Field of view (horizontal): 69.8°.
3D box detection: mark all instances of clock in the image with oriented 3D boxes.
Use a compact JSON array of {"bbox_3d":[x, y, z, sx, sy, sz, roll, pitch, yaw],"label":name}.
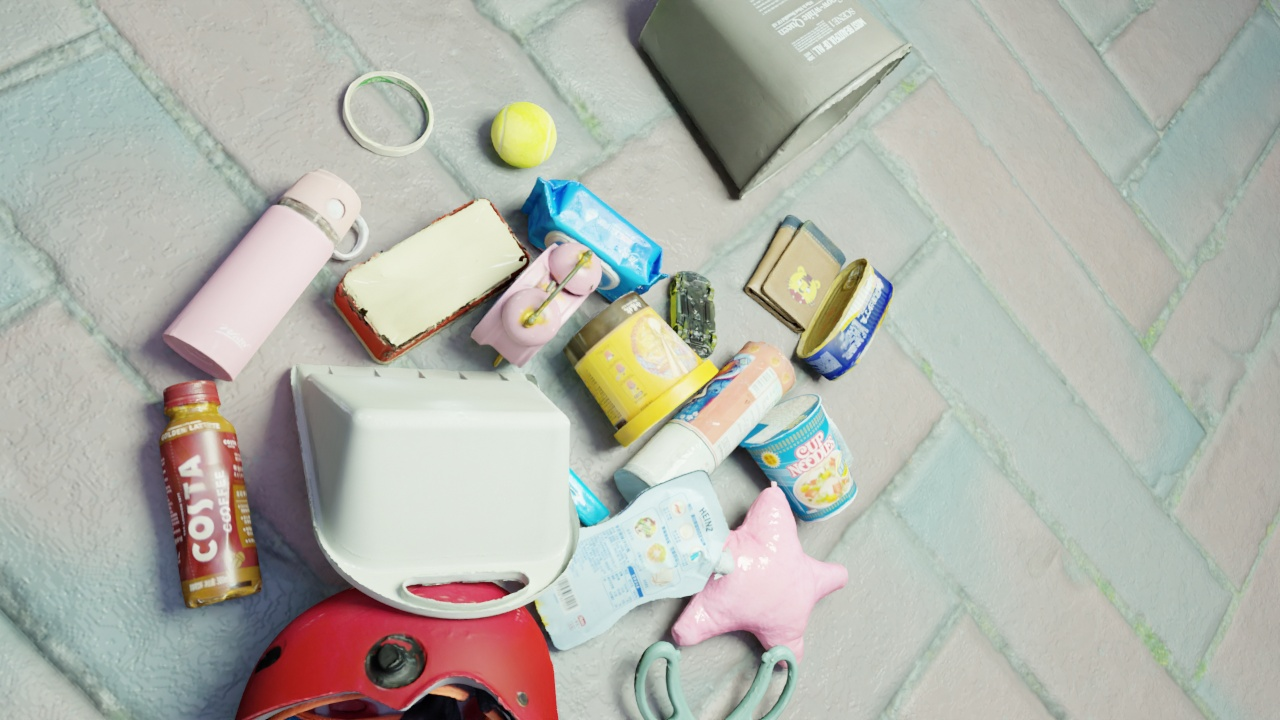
[{"bbox_3d":[-0.092,-0.053,0.837,0.060,0.159,0.117,43,64,-6],"label":"clock"}]

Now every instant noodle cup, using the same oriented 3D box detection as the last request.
[{"bbox_3d":[-0.005,0.005,0.892,0.118,0.119,0.114,-38,85,-29],"label":"instant noodle cup"},{"bbox_3d":[0.171,0.106,0.960,0.099,0.099,0.110,-38,102,-29],"label":"instant noodle cup"}]

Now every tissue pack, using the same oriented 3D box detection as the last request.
[{"bbox_3d":[-0.051,-0.116,0.911,0.157,0.095,0.052,37,69,-12],"label":"tissue pack"}]

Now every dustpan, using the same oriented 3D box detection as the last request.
[{"bbox_3d":[-0.163,0.094,0.745,0.222,0.258,0.142,3,96,-25],"label":"dustpan"}]

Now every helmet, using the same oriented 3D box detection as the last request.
[{"bbox_3d":[-0.181,0.237,0.704,0.240,0.208,0.143,12,49,-15],"label":"helmet"}]

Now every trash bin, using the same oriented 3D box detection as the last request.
[{"bbox_3d":[0.137,-0.339,1.012,0.198,0.199,0.220,-38,88,-28],"label":"trash bin"}]

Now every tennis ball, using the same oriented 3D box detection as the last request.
[{"bbox_3d":[-0.118,-0.227,0.925,0.065,0.066,0.065,7,73,-24],"label":"tennis ball"}]

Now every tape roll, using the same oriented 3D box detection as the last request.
[{"bbox_3d":[-0.246,-0.241,0.898,0.085,0.014,0.085,7,73,-24],"label":"tape roll"}]

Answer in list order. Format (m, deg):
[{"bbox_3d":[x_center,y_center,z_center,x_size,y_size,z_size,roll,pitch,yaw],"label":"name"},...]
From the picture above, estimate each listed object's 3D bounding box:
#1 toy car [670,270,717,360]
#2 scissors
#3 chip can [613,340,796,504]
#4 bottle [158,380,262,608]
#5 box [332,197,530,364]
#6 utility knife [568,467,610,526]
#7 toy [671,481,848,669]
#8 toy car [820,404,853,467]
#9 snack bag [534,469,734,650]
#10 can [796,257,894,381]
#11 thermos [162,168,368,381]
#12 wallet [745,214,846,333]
[{"bbox_3d":[0.053,-0.047,0.977,0.048,0.032,0.105,13,60,-22],"label":"toy car"},{"bbox_3d":[0.062,0.316,0.862,0.179,0.019,0.170,45,81,-19],"label":"scissors"},{"bbox_3d":[0.070,0.068,0.930,0.214,0.071,0.071,-43,96,-28],"label":"chip can"},{"bbox_3d":[-0.345,0.104,0.731,0.057,0.058,0.175,-10,80,-27],"label":"bottle"},{"bbox_3d":[-0.190,-0.079,0.844,0.168,0.077,0.091,-38,94,-29],"label":"box"},{"bbox_3d":[-0.074,0.116,0.880,0.179,0.018,0.034,47,61,-8],"label":"utility knife"},{"bbox_3d":[0.126,0.211,0.914,0.194,0.075,0.178,18,80,-24],"label":"toy"},{"bbox_3d":[0.201,0.084,1.010,0.042,0.034,0.090,-28,88,-25],"label":"toy car"},{"bbox_3d":[-0.008,0.182,0.839,0.191,0.039,0.110,-23,92,-6],"label":"snack bag"},{"bbox_3d":[0.233,-0.047,1.038,0.049,0.075,0.147,39,63,-14],"label":"can"},{"bbox_3d":[-0.314,-0.072,0.796,0.087,0.067,0.198,54,54,-40],"label":"thermos"},{"bbox_3d":[0.179,-0.100,1.052,0.090,0.033,0.115,38,67,-13],"label":"wallet"}]
